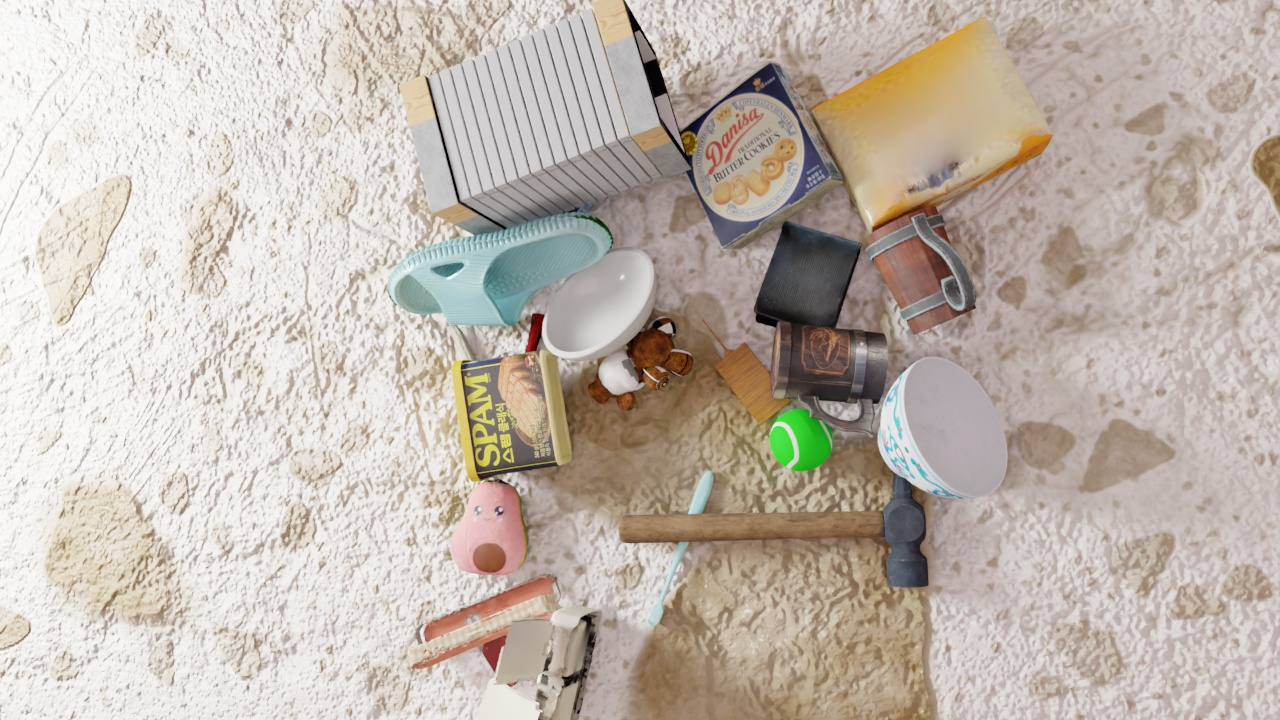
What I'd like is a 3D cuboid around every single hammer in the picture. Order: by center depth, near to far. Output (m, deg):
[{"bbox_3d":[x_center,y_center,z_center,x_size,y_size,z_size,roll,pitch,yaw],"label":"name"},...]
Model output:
[{"bbox_3d":[0.134,0.174,0.971,0.322,0.040,0.129,-3,81,11],"label":"hammer"}]

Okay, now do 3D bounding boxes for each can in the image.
[{"bbox_3d":[-0.141,0.059,1.022,0.104,0.075,0.135,-9,87,7],"label":"can"}]

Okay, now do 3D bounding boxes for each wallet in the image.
[{"bbox_3d":[0.179,-0.085,0.992,0.089,0.026,0.115,18,90,16],"label":"wallet"}]

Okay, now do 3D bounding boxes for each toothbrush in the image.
[{"bbox_3d":[0.045,0.206,1.009,0.016,0.016,0.180,21,90,16],"label":"toothbrush"}]

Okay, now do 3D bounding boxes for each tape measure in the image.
[{"bbox_3d":[-0.147,0.335,1.043,0.051,0.019,0.059,-38,78,8],"label":"tape measure"}]

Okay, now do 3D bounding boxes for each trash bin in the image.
[{"bbox_3d":[-0.097,-0.244,0.968,0.247,0.142,0.142,-18,81,13],"label":"trash bin"}]

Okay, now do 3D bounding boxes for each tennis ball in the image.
[{"bbox_3d":[0.168,0.083,0.961,0.065,0.065,0.065,-1,85,13],"label":"tennis ball"}]

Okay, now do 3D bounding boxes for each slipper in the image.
[{"bbox_3d":[-0.160,-0.093,1.023,0.276,0.116,0.069,-15,57,15],"label":"slipper"}]

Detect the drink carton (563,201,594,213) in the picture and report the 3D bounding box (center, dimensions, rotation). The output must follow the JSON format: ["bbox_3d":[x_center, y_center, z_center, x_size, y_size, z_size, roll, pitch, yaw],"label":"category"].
[{"bbox_3d":[-0.084,-0.198,1.057,0.064,0.040,0.130,32,94,15],"label":"drink carton"}]

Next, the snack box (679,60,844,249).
[{"bbox_3d":[0.121,-0.215,0.981,0.145,0.042,0.145,-32,79,34],"label":"snack box"}]

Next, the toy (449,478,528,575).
[{"bbox_3d":[-0.171,0.189,1.043,0.090,0.051,0.110,2,86,12],"label":"toy"}]

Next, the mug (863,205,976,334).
[{"bbox_3d":[0.289,-0.093,0.921,0.081,0.117,0.111,-23,84,-8],"label":"mug"}]

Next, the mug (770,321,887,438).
[{"bbox_3d":[0.191,0.020,0.940,0.107,0.080,0.115,5,67,3],"label":"mug"}]

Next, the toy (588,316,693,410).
[{"bbox_3d":[-0.006,0.006,1.015,0.113,0.067,0.087,-41,59,25],"label":"toy"}]

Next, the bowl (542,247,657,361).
[{"bbox_3d":[-0.037,-0.054,1.011,0.150,0.043,0.149,-24,43,24],"label":"bowl"}]

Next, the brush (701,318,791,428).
[{"bbox_3d":[0.110,0.008,1.005,0.048,0.017,0.126,-39,78,8],"label":"brush"}]

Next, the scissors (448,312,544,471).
[{"bbox_3d":[-0.165,0.026,1.073,0.179,0.015,0.198,33,94,12],"label":"scissors"}]

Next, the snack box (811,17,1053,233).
[{"bbox_3d":[0.296,-0.238,0.946,0.195,0.080,0.145,-27,80,11],"label":"snack box"}]

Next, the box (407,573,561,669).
[{"bbox_3d":[-0.178,0.294,1.038,0.187,0.057,0.067,-25,49,9],"label":"box"}]

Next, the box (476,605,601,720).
[{"bbox_3d":[-0.107,0.327,0.950,0.080,0.180,0.143,10,81,15],"label":"box"}]

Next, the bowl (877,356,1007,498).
[{"bbox_3d":[0.287,0.076,0.917,0.074,0.143,0.144,-36,75,49],"label":"bowl"}]
